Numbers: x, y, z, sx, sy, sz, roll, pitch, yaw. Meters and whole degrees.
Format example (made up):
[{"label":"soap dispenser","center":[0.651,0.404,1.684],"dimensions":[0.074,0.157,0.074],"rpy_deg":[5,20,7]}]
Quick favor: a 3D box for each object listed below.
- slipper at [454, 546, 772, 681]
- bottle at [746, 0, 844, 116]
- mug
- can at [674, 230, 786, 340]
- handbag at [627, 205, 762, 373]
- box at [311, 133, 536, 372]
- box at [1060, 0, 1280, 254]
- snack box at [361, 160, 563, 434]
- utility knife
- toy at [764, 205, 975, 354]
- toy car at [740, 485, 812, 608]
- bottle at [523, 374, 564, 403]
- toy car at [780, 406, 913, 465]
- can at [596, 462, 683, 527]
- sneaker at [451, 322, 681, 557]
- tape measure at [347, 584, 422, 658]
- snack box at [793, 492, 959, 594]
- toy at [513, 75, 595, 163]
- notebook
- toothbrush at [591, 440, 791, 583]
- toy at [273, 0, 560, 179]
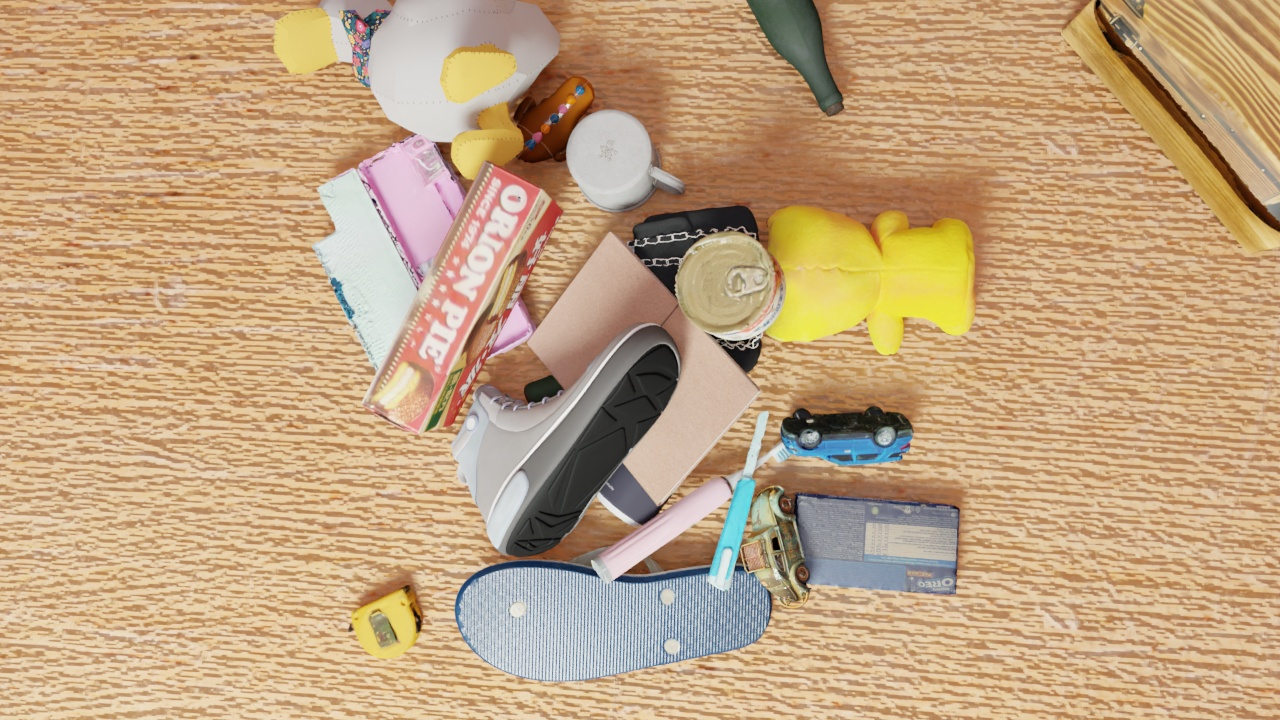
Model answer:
[{"label":"slipper","center":[-0.024,0.235,0.862],"dimensions":[0.294,0.060,0.118],"rpy_deg":[-1,93,-8]},{"label":"bottle","center":[0.146,-0.310,0.865],"dimensions":[0.055,0.055,0.174],"rpy_deg":[-26,87,4]},{"label":"mug","center":[-0.012,-0.184,0.867],"dimensions":[0.113,0.070,0.084],"rpy_deg":[19,90,7]},{"label":"can","center":[0.076,-0.061,0.762],"dimensions":[0.086,0.043,0.086],"rpy_deg":[-3,82,24]},{"label":"handbag","center":[0.047,-0.062,0.836],"dimensions":[0.125,0.114,0.153],"rpy_deg":[-1,91,6]},{"label":"box","center":[-0.223,-0.091,0.900],"dimensions":[0.159,0.035,0.230],"rpy_deg":[-28,86,3]},{"label":"box","center":[0.550,-0.270,0.772],"dimensions":[0.247,0.176,0.279],"rpy_deg":[-38,87,5]},{"label":"snack box","center":[-0.155,-0.052,0.821],"dimensions":[0.060,0.113,0.236],"rpy_deg":[28,91,3]},{"label":"utility knife","center":[0.095,0.128,0.839],"dimensions":[0.022,0.015,0.169],"rpy_deg":[18,87,-4]},{"label":"toy","center":[0.210,-0.073,0.835],"dimensions":[0.194,0.087,0.134],"rpy_deg":[3,92,4]},{"label":"toy car","center":[0.119,0.172,0.840],"dimensions":[0.047,0.047,0.111],"rpy_deg":[-1,70,-32]},{"label":"bottle","center":[-0.061,0.018,0.887],"dimensions":[0.106,0.025,0.025],"rpy_deg":[-20,86,4]},{"label":"toy car","center":[0.190,0.072,0.847],"dimensions":[0.120,0.056,0.044],"rpy_deg":[0,111,0]},{"label":"can","center":[0.017,0.090,0.858],"dimensions":[0.064,0.064,0.127],"rpy_deg":[38,92,5]},{"label":"sneaker","center":[-0.081,0.041,0.822],"dimensions":[0.160,0.093,0.257],"rpy_deg":[48,114,34]},{"label":"tape measure","center":[-0.246,0.259,0.893],"dimensions":[0.068,0.030,0.059],"rpy_deg":[-25,84,4]},{"label":"snack box","center":[0.217,0.171,0.855],"dimensions":[0.150,0.027,0.082],"rpy_deg":[4,90,6]},{"label":"toy","center":[-0.082,-0.224,0.858],"dimensions":[0.070,0.102,0.090],"rpy_deg":[42,115,-12]},{"label":"notebook","center":[-0.005,0.005,0.824],"dimensions":[0.209,0.008,0.142],"rpy_deg":[49,113,24]},{"label":"toothbrush","center":[0.053,0.133,0.844],"dimensions":[0.222,0.027,0.026],"rpy_deg":[-31,96,-16]},{"label":"toy","center":[-0.192,-0.285,0.853],"dimensions":[0.246,0.141,0.267],"rpy_deg":[-24,49,-23]}]
